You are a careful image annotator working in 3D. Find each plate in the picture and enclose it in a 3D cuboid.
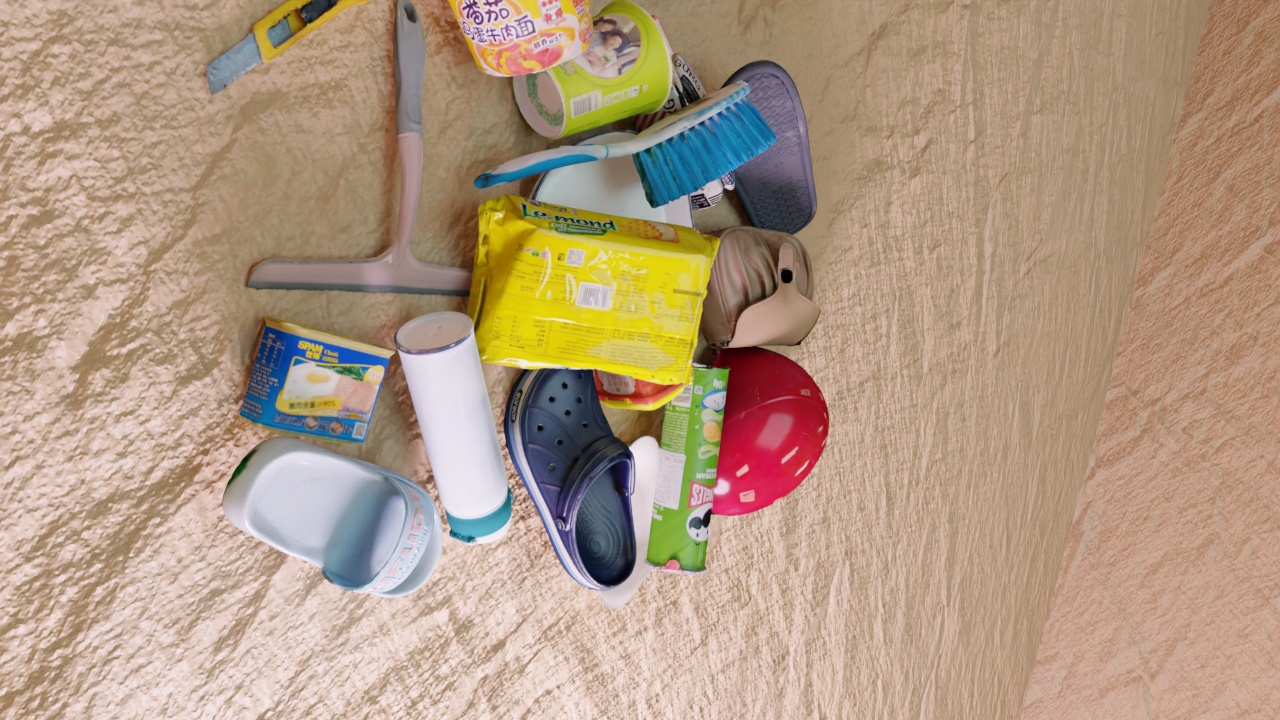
[{"bbox_3d":[-0.034,-0.127,0.933,0.204,0.046,0.205,-8,105,-33],"label":"plate"},{"bbox_3d":[-0.021,0.181,1.051,0.163,0.034,0.164,-46,129,-32],"label":"plate"}]

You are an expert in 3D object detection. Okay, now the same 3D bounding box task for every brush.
[{"bbox_3d":[-0.006,-0.193,0.881,0.313,0.060,0.109,-33,115,-21],"label":"brush"}]

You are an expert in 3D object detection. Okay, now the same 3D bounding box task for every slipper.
[{"bbox_3d":[-0.230,0.134,0.745,0.104,0.074,0.245,-58,148,-12],"label":"slipper"},{"bbox_3d":[-0.058,0.115,0.923,0.104,0.095,0.253,-21,99,-42],"label":"slipper"},{"bbox_3d":[0.143,-0.256,1.108,0.111,0.083,0.268,-24,142,5],"label":"slipper"}]

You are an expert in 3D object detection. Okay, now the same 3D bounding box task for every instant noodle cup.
[{"bbox_3d":[-0.103,-0.315,0.780,0.137,0.138,0.110,-46,137,-32],"label":"instant noodle cup"},{"bbox_3d":[-0.052,-0.268,0.870,0.123,0.112,0.112,-33,122,-30],"label":"instant noodle cup"}]

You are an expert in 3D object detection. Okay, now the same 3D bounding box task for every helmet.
[{"bbox_3d":[0.144,0.097,1.141,0.239,0.144,0.207,-54,135,-25],"label":"helmet"}]

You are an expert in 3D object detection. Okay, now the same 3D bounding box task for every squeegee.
[{"bbox_3d":[-0.198,-0.177,0.769,0.247,0.040,0.249,-3,100,-48],"label":"squeegee"}]

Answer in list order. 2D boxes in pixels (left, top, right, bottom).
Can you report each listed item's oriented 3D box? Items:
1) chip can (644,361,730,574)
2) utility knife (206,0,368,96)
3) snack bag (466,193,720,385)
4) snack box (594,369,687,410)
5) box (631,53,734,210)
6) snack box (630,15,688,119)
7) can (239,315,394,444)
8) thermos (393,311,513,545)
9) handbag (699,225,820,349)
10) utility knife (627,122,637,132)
[{"bbox_3d":[0.053,0.118,1.039,0.072,0.072,0.236,6,91,-49],"label":"chip can"},{"bbox_3d":[-0.254,-0.264,0.702,0.201,0.015,0.033,-51,129,-28],"label":"utility knife"},{"bbox_3d":[-0.044,-0.060,0.861,0.246,0.068,0.158,6,107,-24],"label":"snack bag"},{"bbox_3d":[-0.006,0.006,0.989,0.081,0.091,0.080,-31,114,-42],"label":"snack box"},{"bbox_3d":[0.052,-0.245,0.987,0.162,0.076,0.086,59,40,-34],"label":"box"},{"bbox_3d":[0.021,-0.285,1.000,0.076,0.027,0.156,-53,133,-26],"label":"snack box"},{"bbox_3d":[-0.258,0.018,0.731,0.102,0.057,0.083,19,87,-48],"label":"can"},{"bbox_3d":[-0.160,0.068,0.828,0.073,0.073,0.224,-36,132,-38],"label":"thermos"},{"bbox_3d":[0.143,-0.090,1.119,0.204,0.100,0.147,-3,85,-47],"label":"handbag"},{"bbox_3d":[0.002,-0.163,0.990,0.029,0.013,0.183,-23,114,-42],"label":"utility knife"}]
